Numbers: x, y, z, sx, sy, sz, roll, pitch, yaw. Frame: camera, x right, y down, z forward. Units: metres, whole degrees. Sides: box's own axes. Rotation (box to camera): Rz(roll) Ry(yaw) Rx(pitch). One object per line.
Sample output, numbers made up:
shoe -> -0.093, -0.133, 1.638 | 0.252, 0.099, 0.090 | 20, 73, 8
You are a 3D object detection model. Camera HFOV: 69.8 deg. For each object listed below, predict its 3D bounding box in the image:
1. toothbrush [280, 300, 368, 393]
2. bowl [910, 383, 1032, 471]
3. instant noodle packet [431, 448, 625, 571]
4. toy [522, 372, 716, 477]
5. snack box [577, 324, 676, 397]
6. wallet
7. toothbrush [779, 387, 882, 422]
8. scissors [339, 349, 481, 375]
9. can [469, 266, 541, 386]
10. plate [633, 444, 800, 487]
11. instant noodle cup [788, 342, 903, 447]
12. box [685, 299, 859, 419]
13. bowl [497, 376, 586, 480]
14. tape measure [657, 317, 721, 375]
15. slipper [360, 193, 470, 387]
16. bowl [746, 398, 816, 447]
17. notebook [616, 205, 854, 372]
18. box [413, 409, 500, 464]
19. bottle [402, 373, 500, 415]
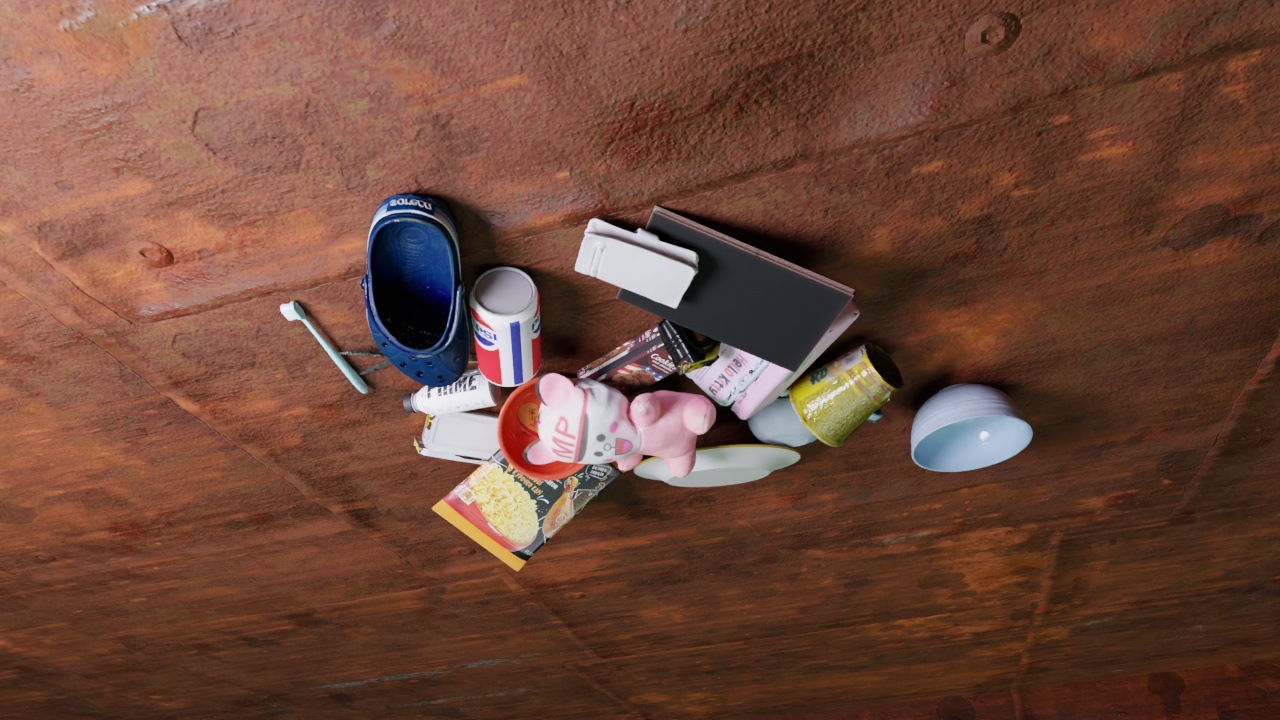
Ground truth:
toothbrush -> -0.351, -0.011, 1.035 | 0.016, 0.016, 0.181 | -12, 145, 7
bowl -> 0.417, 0.077, 1.181 | 0.150, 0.074, 0.151 | -2, 147, -2
instant noodle packet -> -0.136, 0.162, 1.195 | 0.221, 0.032, 0.160 | -43, 121, 4
toy -> -0.025, 0.075, 1.071 | 0.213, 0.084, 0.142 | 3, 138, -15
snack box -> -0.006, 0.006, 1.075 | 0.141, 0.031, 0.051 | -29, 139, 34
wallet -> -0.005, -0.097, 0.904 | 0.116, 0.032, 0.086 | 20, 150, -8
toothbrush -> 0.241, 0.054, 1.185 | 0.189, 0.016, 0.017 | 16, 132, -27
scissors -> -0.250, -0.009, 1.048 | 0.169, 0.012, 0.158 | 18, 139, -29
can -> -0.141, -0.033, 0.969 | 0.070, 0.070, 0.132 | 0, 147, -5
plate -> 0.105, 0.150, 1.258 | 0.230, 0.021, 0.230 | -4, 163, -1
instant noodle cup -> 0.248, 0.035, 1.093 | 0.102, 0.102, 0.108 | 24, 129, -35
box -> 0.141, -0.023, 1.042 | 0.100, 0.103, 0.202 | -30, 164, -38
bowl -> -0.114, 0.079, 1.123 | 0.130, 0.130, 0.045 | 10, -174, -19
tape measure -> 0.055, -0.022, 1.011 | 0.062, 0.067, 0.038 | -15, 159, -43
slipper -> -0.226, -0.051, 0.910 | 0.105, 0.095, 0.253 | 1, 141, -7
bowl -> 0.190, 0.085, 1.188 | 0.106, 0.039, 0.106 | 2, 157, 1
notebook -> 0.090, -0.066, 0.931 | 0.209, 0.008, 0.142 | 22, 143, -3
box -> -0.188, 0.102, 1.216 | 0.210, 0.080, 0.084 | 11, 104, -22
bottle -> -0.229, 0.043, 1.104 | 0.116, 0.041, 0.041 | -10, 146, 10
